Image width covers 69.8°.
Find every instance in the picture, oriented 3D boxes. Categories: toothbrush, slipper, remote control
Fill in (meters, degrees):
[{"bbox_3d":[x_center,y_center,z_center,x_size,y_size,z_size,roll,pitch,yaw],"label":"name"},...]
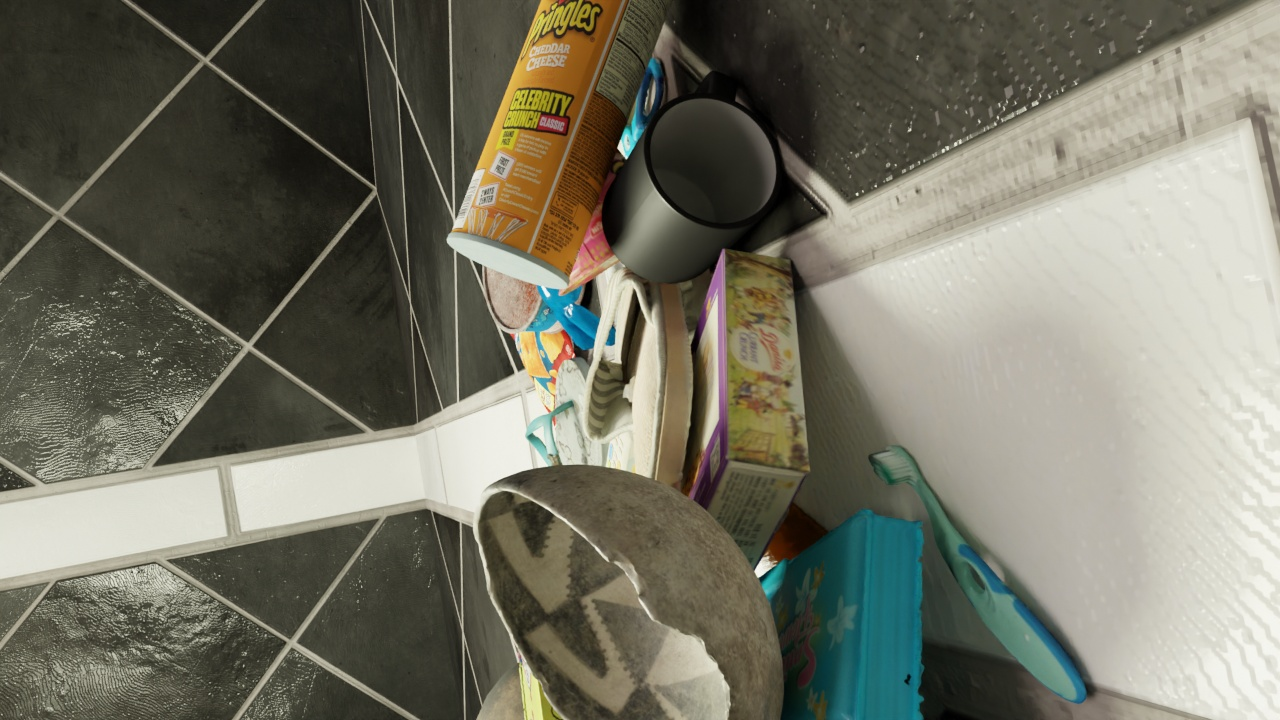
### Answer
[{"bbox_3d":[0.136,0.084,0.383,0.135,0.017,0.022,-119,28,-45],"label":"toothbrush"},{"bbox_3d":[-0.003,0.003,0.580,0.272,0.054,0.115,-106,28,-69],"label":"slipper"},{"bbox_3d":[-0.017,0.092,0.808,0.126,0.018,0.038,100,153,-44],"label":"remote control"},{"bbox_3d":[-0.077,0.108,0.918,0.098,0.054,0.269,53,150,31],"label":"slipper"}]

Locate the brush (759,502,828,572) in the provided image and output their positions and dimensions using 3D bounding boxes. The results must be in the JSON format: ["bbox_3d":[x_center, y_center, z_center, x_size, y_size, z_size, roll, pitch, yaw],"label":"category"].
[{"bbox_3d":[0.073,0.097,0.560,0.126,0.017,0.048,-141,46,-62],"label":"brush"}]

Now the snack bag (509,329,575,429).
[{"bbox_3d":[-0.103,-0.020,0.959,0.144,0.039,0.131,61,151,30],"label":"snack bag"}]

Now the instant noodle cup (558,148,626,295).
[{"bbox_3d":[-0.044,-0.115,0.621,0.108,0.097,0.098,56,160,-3],"label":"instant noodle cup"}]

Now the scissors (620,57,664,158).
[{"bbox_3d":[-0.007,-0.173,0.676,0.140,0.011,0.134,116,143,-56],"label":"scissors"}]

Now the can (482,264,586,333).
[{"bbox_3d":[-0.103,-0.090,0.874,0.130,0.044,0.130,2,93,55],"label":"can"}]

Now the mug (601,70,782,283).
[{"bbox_3d":[0.030,-0.110,0.525,0.088,0.078,0.113,139,147,-67],"label":"mug"}]

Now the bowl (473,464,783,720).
[{"bbox_3d":[0.006,0.117,0.420,0.178,0.081,0.179,34,139,35],"label":"bowl"}]

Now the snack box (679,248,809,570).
[{"bbox_3d":[0.046,0.040,0.500,0.144,0.040,0.147,105,172,-47],"label":"snack box"}]

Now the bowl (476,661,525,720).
[{"bbox_3d":[-0.076,0.369,0.890,0.070,0.161,0.162,4,103,55],"label":"bowl"}]

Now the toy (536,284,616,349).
[{"bbox_3d":[-0.065,-0.093,0.772,0.113,0.070,0.176,0,102,44],"label":"toy"}]

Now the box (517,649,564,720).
[{"bbox_3d":[-0.036,0.333,0.810,0.083,0.124,0.221,-166,71,-67],"label":"box"}]

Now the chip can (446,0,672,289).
[{"bbox_3d":[-0.041,-0.156,0.545,0.075,0.075,0.215,1,71,70],"label":"chip can"}]

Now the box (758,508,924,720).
[{"bbox_3d":[0.087,0.182,0.446,0.169,0.085,0.228,65,156,20],"label":"box"}]
